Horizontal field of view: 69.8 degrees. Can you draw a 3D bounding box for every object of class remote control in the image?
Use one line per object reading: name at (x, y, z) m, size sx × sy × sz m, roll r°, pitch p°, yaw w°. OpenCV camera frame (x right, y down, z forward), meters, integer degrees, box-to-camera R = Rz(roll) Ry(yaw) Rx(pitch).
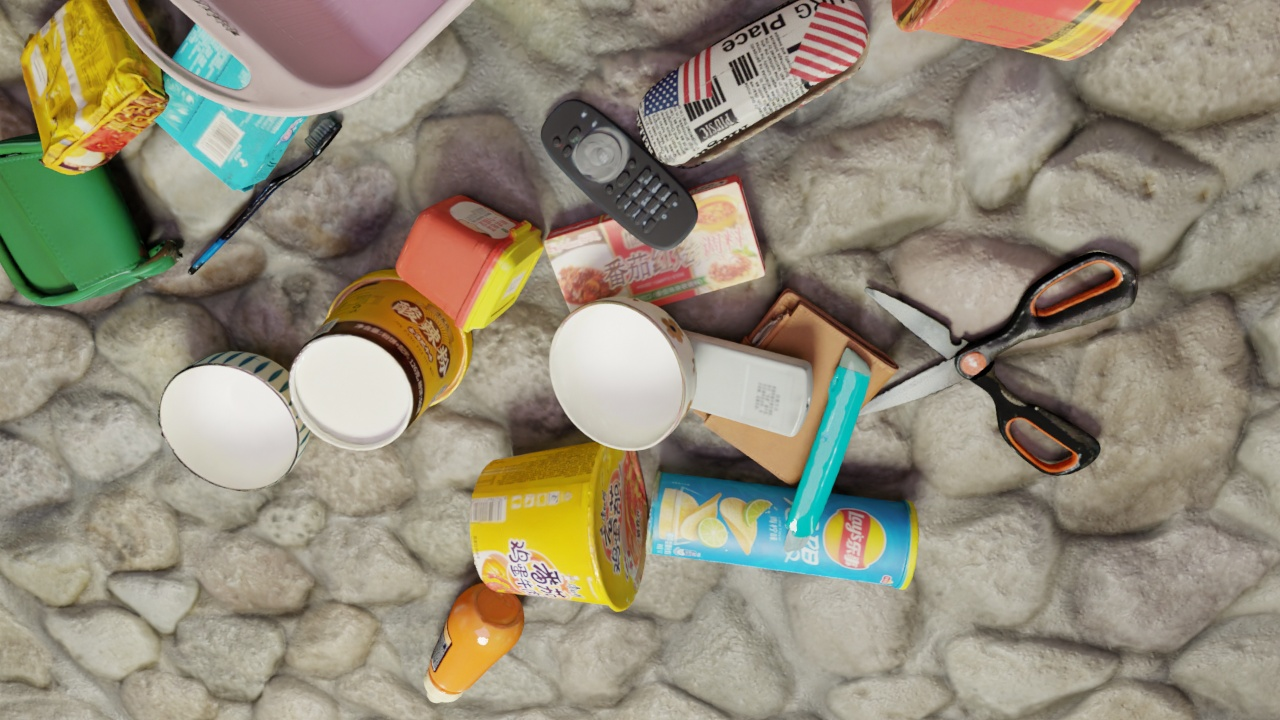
remote control at (0.057, 0.012, 0.699) m, size 0.150 × 0.021 × 0.058 m, roll 16°, pitch 114°, yaw 24°
remote control at (-0.014, -0.132, 0.657) m, size 0.136 × 0.024 × 0.053 m, roll 44°, pitch 100°, yaw 11°

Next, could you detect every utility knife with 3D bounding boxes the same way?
utility knife at (0.139, 0.071, 0.694) m, size 0.029 × 0.013 × 0.166 m, roll 17°, pitch 101°, yaw 0°

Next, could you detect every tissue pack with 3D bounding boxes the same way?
tissue pack at (-0.284, -0.197, 0.660) m, size 0.093 × 0.050 × 0.134 m, roll 43°, pitch 111°, yaw -9°

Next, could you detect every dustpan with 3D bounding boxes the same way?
dustpan at (-0.190, -0.288, 0.563) m, size 0.222 × 0.138 × 0.274 m, roll 40°, pitch 112°, yaw -10°

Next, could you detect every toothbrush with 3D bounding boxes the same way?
toothbrush at (-0.297, -0.125, 0.713) m, size 0.190 × 0.014 × 0.016 m, roll -36°, pitch 104°, yaw 20°

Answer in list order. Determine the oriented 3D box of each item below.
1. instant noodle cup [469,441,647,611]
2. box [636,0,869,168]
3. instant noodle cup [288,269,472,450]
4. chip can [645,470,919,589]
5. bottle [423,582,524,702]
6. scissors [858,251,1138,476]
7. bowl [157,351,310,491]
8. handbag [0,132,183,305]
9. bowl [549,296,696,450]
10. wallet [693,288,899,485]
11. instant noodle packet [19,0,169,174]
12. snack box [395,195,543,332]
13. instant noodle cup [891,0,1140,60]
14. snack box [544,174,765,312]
instant noodle cup at (-0.065, 0.131, 0.737) m, size 0.110 × 0.137 × 0.138 m, roll -5°, pitch 113°, yaw 17°
box at (0.071, -0.188, 0.607) m, size 0.164 × 0.082 × 0.075 m, roll -25°, pitch 101°, yaw 19°
instant noodle cup at (-0.201, 0.002, 0.702) m, size 0.118 × 0.114 × 0.119 m, roll 2°, pitch 113°, yaw 6°
chip can at (0.112, 0.136, 0.747) m, size 0.210 × 0.071 × 0.071 m, roll 7°, pitch 114°, yaw 4°
bottle at (-0.162, 0.269, 0.845) m, size 0.067 × 0.066 × 0.150 m, roll 30°, pitch 120°, yaw -7°
scissors at (0.274, 0.001, 0.695) m, size 0.233 × 0.021 × 0.221 m, roll 40°, pitch 113°, yaw -9°
bowl at (-0.326, 0.042, 0.760) m, size 0.116 × 0.066 × 0.117 m, roll 2°, pitch 114°, yaw 5°
handbag at (-0.437, -0.113, 0.711) m, size 0.120 × 0.068 × 0.131 m, roll -15°, pitch 110°, yaw 4°
bowl at (-0.004, 0.004, 0.681) m, size 0.114 × 0.062 × 0.113 m, roll 11°, pitch 112°, yaw 28°
wallet at (0.117, 0.023, 0.717) m, size 0.108 × 0.031 × 0.132 m, roll 34°, pitch 115°, yaw -3°
instant noodle packet at (-0.384, -0.204, 0.645) m, size 0.111 × 0.044 × 0.128 m, roll -29°, pitch 68°, yaw 15°
snack box at (-0.125, -0.077, 0.675) m, size 0.080 × 0.091 × 0.082 m, roll 33°, pitch 113°, yaw 0°
instant noodle cup at (0.229, -0.247, 0.542) m, size 0.108 × 0.137 × 0.138 m, roll 15°, pitch 114°, yaw -10°
snack box at (0.011, -0.080, 0.690) m, size 0.153 × 0.025 × 0.075 m, roll -15°, pitch 111°, yaw 13°
